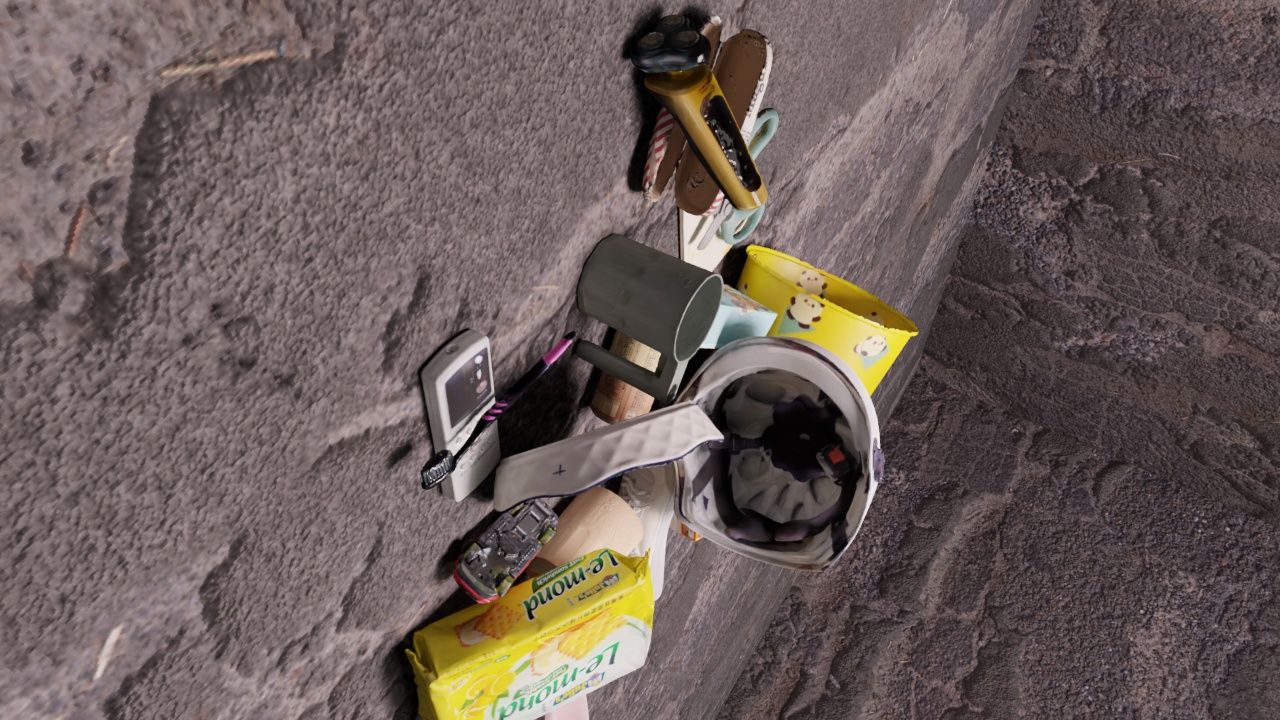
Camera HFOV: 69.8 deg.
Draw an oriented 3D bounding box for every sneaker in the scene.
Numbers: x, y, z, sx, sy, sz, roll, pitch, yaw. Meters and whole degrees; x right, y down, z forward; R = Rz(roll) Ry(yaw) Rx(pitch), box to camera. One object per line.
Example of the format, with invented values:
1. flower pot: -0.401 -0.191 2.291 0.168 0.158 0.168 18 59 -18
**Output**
1. sneaker: -0.010 0.176 1.066 0.090 0.089 0.242 0 107 -38

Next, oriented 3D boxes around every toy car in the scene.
1. toy car: -0.121 0.170 0.823 0.045 0.053 0.120 -49 177 38

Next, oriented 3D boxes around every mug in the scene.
1. mug: -0.068 0.204 0.972 0.103 0.084 0.125 -46 179 -36
2. mug: 0.002 -0.038 0.807 0.083 0.103 0.124 -14 128 -64

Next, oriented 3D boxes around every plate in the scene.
1. plate: -0.032 0.080 0.787 0.204 0.205 0.045 -9 80 -65

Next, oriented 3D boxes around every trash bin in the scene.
1. trash bin: 0.183 0.019 1.156 0.229 0.230 0.256 -13 131 -64

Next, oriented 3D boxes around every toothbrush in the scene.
1. toothbrush: -0.104 0.030 0.699 0.188 0.014 0.018 -49 143 -37

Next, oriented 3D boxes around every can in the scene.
1. can: -0.005 0.005 0.901 0.058 0.058 0.116 -12 125 -64

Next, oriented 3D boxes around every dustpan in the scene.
1. dustpan: -0.077 0.467 1.063 0.138 0.273 0.223 -33 155 -9

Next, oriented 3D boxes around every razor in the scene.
1. razor: 0.055 -0.192 0.732 0.062 0.068 0.167 -48 121 -25

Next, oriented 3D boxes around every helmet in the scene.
1. helmet: 0.158 0.086 0.991 0.145 0.229 0.259 -27 123 -59

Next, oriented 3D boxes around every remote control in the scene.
1. remote control: -0.133 0.045 0.698 0.058 0.021 0.150 -48 154 -37

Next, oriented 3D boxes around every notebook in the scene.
1. notebook: 0.081 -0.173 0.970 0.145 0.010 0.207 -51 156 -28

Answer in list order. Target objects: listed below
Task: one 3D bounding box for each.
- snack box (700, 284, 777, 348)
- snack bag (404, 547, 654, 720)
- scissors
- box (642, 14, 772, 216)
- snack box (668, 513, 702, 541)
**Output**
1. snack box: 0.077 -0.051 0.984 0.174 0.074 0.052 2 119 -62
2. snack bag: -0.098 0.266 0.857 0.246 0.068 0.158 -19 137 -22
3. scissors: 0.110 -0.193 0.973 0.169 0.019 0.181 -20 133 -60
4. box: 0.063 -0.205 0.787 0.076 0.087 0.163 -45 154 -74
5. snack box: 0.050 0.139 1.118 0.026 0.075 0.154 -24 125 -42
